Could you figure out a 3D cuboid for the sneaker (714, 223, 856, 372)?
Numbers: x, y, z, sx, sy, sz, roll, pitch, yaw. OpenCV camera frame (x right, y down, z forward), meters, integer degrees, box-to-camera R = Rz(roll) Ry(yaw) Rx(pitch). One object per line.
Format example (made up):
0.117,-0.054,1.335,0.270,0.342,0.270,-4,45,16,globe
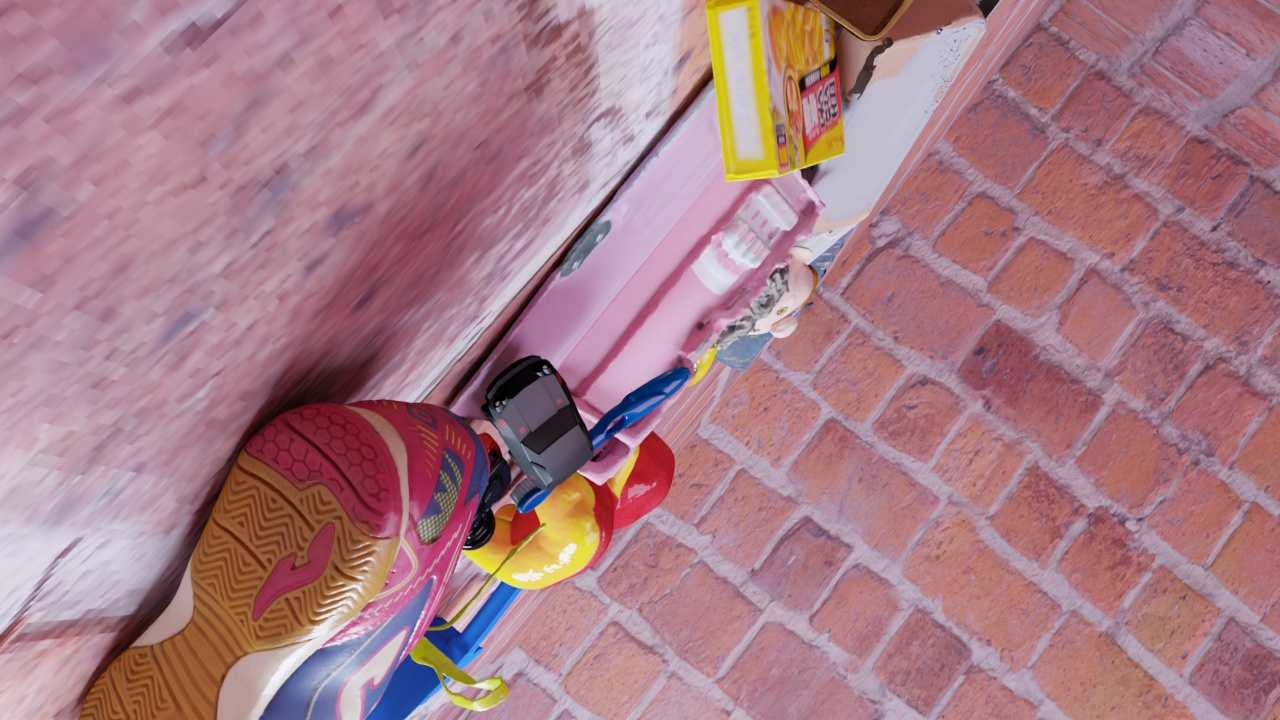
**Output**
0.148,-0.086,0.924,0.235,0.079,0.087,-45,-153,-5,sneaker

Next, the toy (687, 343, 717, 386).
0.048,-0.021,0.840,0.096,0.041,0.094,117,-15,-47,toy

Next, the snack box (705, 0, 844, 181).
0.070,-0.131,0.445,0.152,0.025,0.075,-35,119,-62,snack box

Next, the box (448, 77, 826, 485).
-0.001,-0.047,0.529,0.233,0.059,0.179,-50,148,1,box

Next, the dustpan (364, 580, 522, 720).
-0.196,0.274,0.834,0.258,0.059,0.245,-53,171,7,dustpan

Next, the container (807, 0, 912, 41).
0.114,-0.202,0.414,0.114,0.063,0.061,-52,179,11,container

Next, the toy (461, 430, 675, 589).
-0.047,0.108,0.751,0.148,0.099,0.215,-27,-179,25,toy

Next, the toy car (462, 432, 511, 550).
-0.135,0.116,0.472,0.189,0.056,0.082,-49,173,-16,toy car

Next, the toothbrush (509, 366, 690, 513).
-0.022,0.043,0.532,0.132,0.016,0.021,-38,142,-19,toothbrush

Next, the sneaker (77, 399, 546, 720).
-0.126,0.125,0.344,0.242,0.116,0.091,-59,160,12,sneaker

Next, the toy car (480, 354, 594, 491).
-0.049,0.035,0.473,0.042,0.036,0.092,-38,145,-15,toy car

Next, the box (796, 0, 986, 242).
0.135,-0.161,0.583,0.107,0.094,0.217,-46,170,-20,box

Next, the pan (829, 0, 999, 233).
0.244,-0.268,0.781,0.357,0.043,0.248,-60,169,26,pan

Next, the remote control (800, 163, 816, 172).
0.122,-0.144,0.725,0.039,0.010,0.125,14,113,-55,remote control

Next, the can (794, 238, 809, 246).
0.121,-0.111,0.853,0.101,0.053,0.053,-49,172,-7,can

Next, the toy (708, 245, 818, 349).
0.094,-0.050,0.746,0.133,0.076,0.175,-36,162,36,toy
